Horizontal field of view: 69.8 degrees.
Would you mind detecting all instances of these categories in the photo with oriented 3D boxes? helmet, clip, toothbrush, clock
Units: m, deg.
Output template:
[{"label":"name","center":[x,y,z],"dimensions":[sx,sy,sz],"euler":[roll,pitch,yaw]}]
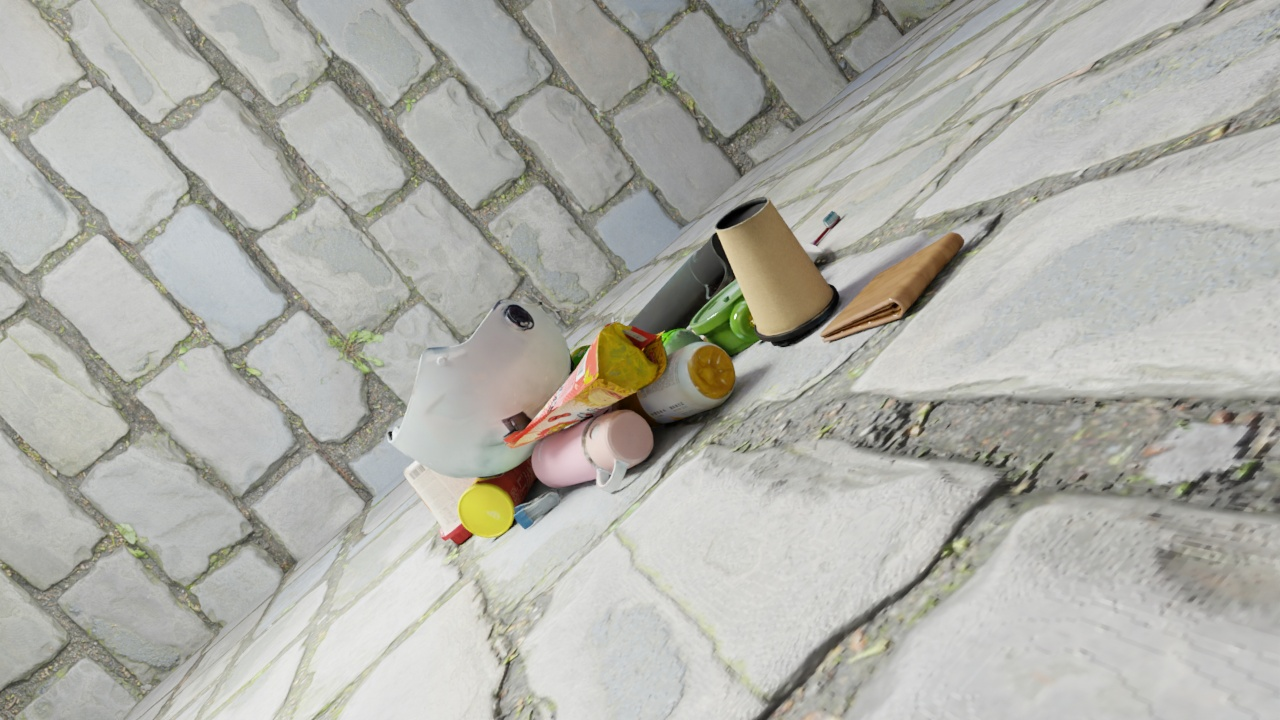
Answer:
[{"label":"helmet","center":[-0.170,0.049,1.122],"dimensions":[0.257,0.146,0.230],"euler":[-35,-13,-49]},{"label":"clip","center":[-0.118,0.168,1.059],"dimensions":[0.058,0.026,0.038],"euler":[-34,17,3]},{"label":"toothbrush","center":[0.221,-0.150,1.239],"dimensions":[0.187,0.017,0.016],"euler":[-45,9,-33]},{"label":"clock","center":[0.127,-0.060,1.059],"dimensions":[0.115,0.056,0.162],"euler":[-45,10,-26]}]

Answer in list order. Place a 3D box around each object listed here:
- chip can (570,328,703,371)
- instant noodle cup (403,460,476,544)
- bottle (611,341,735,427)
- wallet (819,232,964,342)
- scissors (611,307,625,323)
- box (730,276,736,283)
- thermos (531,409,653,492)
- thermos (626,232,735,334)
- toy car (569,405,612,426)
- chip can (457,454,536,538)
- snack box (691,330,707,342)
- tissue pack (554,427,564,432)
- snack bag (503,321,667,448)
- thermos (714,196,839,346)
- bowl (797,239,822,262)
[{"label":"chip can","center":[-0.007,0.007,1.123],"dimensions":[0.072,0.072,0.222],"euler":[-45,21,-30]},{"label":"instant noodle cup","center":[-0.265,0.179,1.302],"dimensions":[0.116,0.124,0.116],"euler":[-42,9,-12]},{"label":"bottle","center":[0.027,0.032,0.975],"dimensions":[0.067,0.068,0.190],"euler":[-45,10,-30]},{"label":"wallet","center":[0.217,-0.061,0.804],"dimensions":[0.101,0.020,0.115],"euler":[-43,6,-27]},{"label":"scissors","center":[-0.037,0.002,1.350],"dimensions":[0.165,0.014,0.163],"euler":[-61,28,2]},{"label":"box","center":[0.148,-0.109,1.289],"dimensions":[0.165,0.051,0.068],"euler":[-28,28,59]},{"label":"thermos","center":[-0.056,0.107,1.000],"dimensions":[0.199,0.067,0.087],"euler":[-22,50,60]},{"label":"thermos","center":[0.058,-0.079,1.297],"dimensions":[0.243,0.068,0.089],"euler":[-46,29,47]},{"label":"toy car","center":[-0.075,0.091,1.229],"dimensions":[0.123,0.037,0.056],"euler":[-44,-1,33]},{"label":"chip can","center":[-0.175,0.154,1.220],"dimensions":[0.073,0.073,0.216],"euler":[-38,9,17]},{"label":"snack box","center":[0.100,-0.045,1.197],"dimensions":[0.156,0.026,0.085],"euler":[-46,10,-36]},{"label":"tissue pack","center":[-0.089,0.043,1.272],"dimensions":[0.133,0.050,0.093],"euler":[-46,0,-11]},{"label":"snack bag","center":[-0.059,0.030,0.971],"dimensions":[0.128,0.073,0.208],"euler":[-38,1,-37]},{"label":"thermos","center":[0.134,-0.088,0.921],"dimensions":[0.093,0.143,0.093],"euler":[-29,21,12]},{"label":"bowl","center":[0.161,-0.120,1.142],"dimensions":[0.118,0.118,0.065],"euler":[-72,-6,-74]}]
